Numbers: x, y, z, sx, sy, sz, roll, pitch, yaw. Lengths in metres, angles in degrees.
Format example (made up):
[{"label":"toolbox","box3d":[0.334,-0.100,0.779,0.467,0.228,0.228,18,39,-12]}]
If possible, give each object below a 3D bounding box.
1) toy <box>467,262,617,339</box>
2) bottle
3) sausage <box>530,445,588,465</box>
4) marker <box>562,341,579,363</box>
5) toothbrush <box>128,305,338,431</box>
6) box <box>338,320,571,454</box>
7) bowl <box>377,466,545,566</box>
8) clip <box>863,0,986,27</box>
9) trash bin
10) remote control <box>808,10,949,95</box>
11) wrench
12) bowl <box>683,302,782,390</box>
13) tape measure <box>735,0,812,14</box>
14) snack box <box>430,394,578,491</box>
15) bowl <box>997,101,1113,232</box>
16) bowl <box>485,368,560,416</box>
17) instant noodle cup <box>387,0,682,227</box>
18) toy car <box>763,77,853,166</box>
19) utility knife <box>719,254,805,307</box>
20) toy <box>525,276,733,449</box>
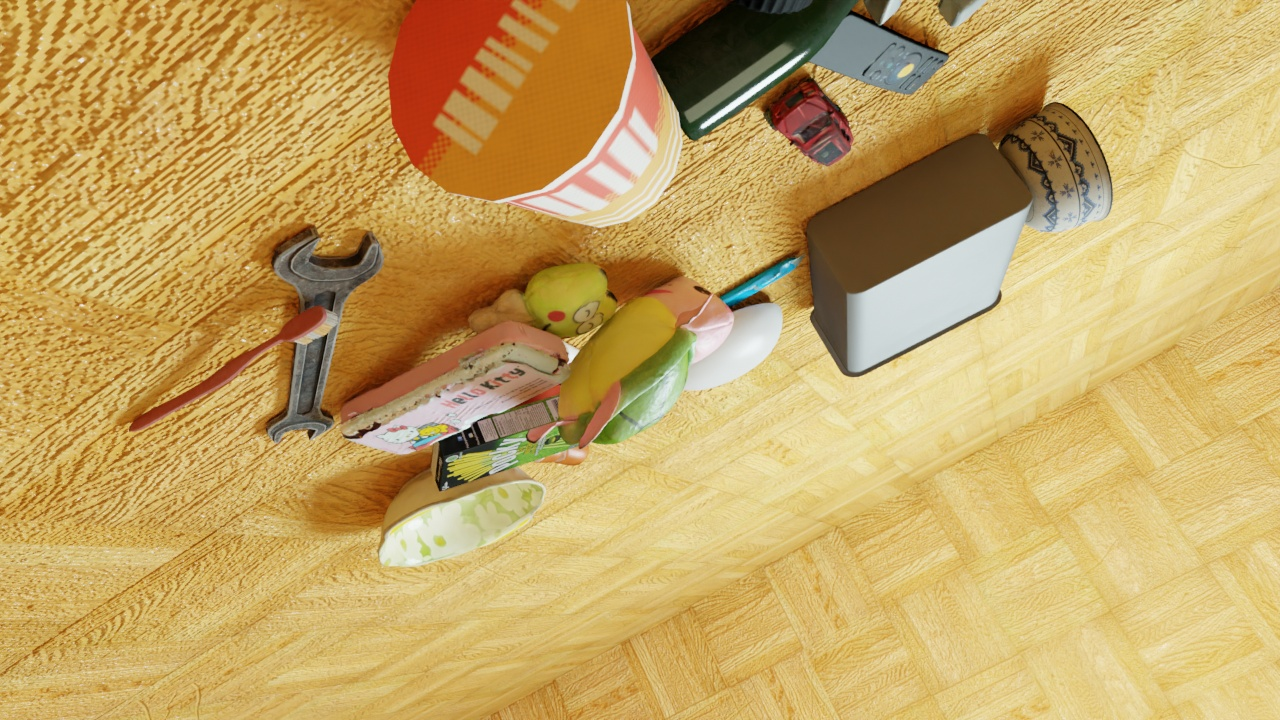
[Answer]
[{"label":"toy","box3d":[-0.076,-0.039,0.719,0.115,0.046,0.092,-18,161,0]},{"label":"bottle","box3d":[0.088,-0.199,0.533,0.174,0.055,0.055,-32,157,11]},{"label":"sausage","box3d":[-0.115,0.092,0.964,0.039,0.044,0.164,-11,171,38]},{"label":"marker","box3d":[-0.060,-0.001,0.856,0.020,0.017,0.133,-31,158,13]},{"label":"toothbrush","box3d":[-0.281,0.010,0.624,0.185,0.015,0.015,-27,157,16]},{"label":"box","box3d":[-0.151,0.027,0.725,0.203,0.044,0.086,-24,155,29]},{"label":"bowl","box3d":[-0.200,0.154,0.990,0.189,0.060,0.219,-32,158,12]},{"label":"clip","box3d":[0.182,-0.262,0.533,0.143,0.029,0.172,-18,156,-24]},{"label":"trash bin","box3d":[0.266,-0.094,0.907,0.192,0.097,0.220,-27,157,2]},{"label":"remote control","box3d":[0.165,-0.212,0.635,0.151,0.020,0.041,-3,148,-46]},{"label":"wrench","box3d":[-0.235,-0.007,0.660,0.070,0.010,0.274,-12,154,-31]},{"label":"bowl","box3d":[0.087,-0.004,0.955,0.149,0.043,0.150,-24,165,-7]},{"label":"tape measure","box3d":[0.066,-0.211,0.469,0.067,0.062,0.038,-15,155,-24]},{"label":"snack box","box3d":[-0.117,0.072,0.846,0.147,0.025,0.080,-16,156,-23]},{"label":"bowl","box3d":[0.365,-0.167,0.830,0.059,0.115,0.115,-25,158,5]},{"label":"bowl","box3d":[-0.103,0.041,0.877,0.122,0.035,0.122,-22,158,-10]},{"label":"instant noodle cup","box3d":[-0.041,-0.129,0.473,0.123,0.123,0.121,-33,165,15]},{"label":"toy car","box3d":[0.125,-0.170,0.665,0.042,0.036,0.091,-35,151,22]},{"label":"utility knife","box3d":[0.091,-0.061,0.895,0.158,0.015,0.031,-32,162,10]},{"label":"toy","box3d":[-0.004,0.004,0.754,0.191,0.087,0.237,-30,-169,40]}]
